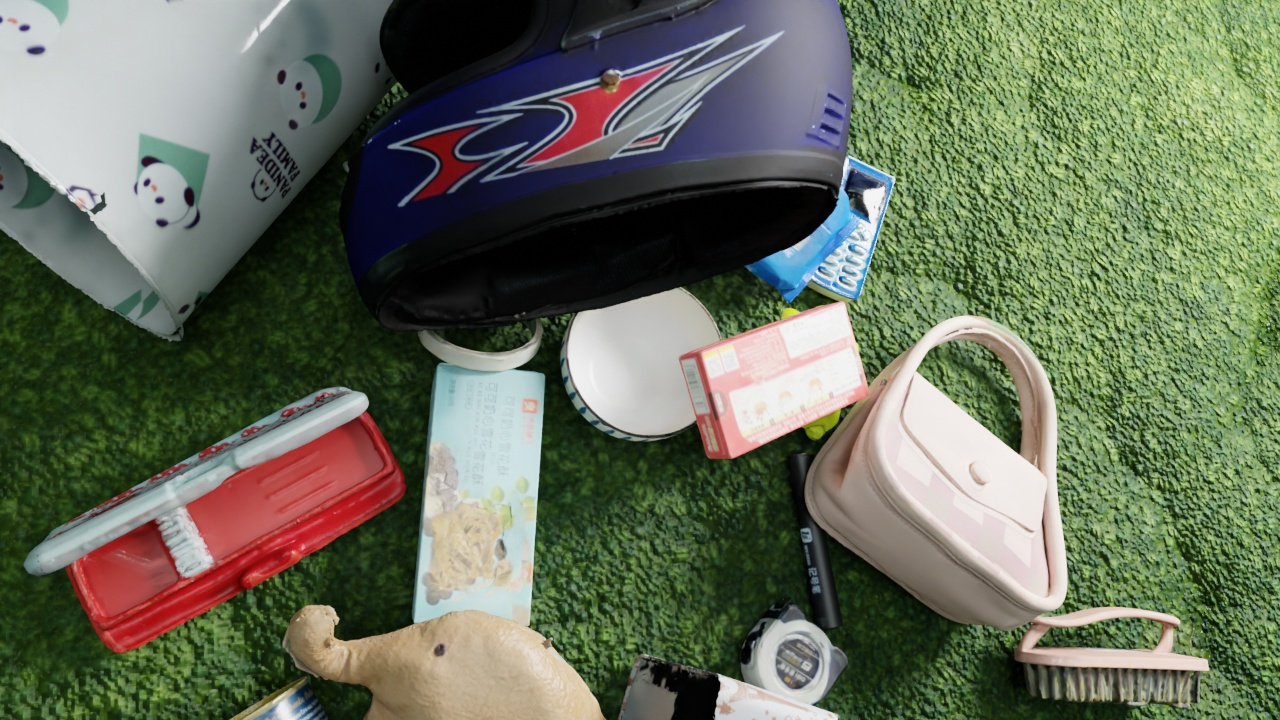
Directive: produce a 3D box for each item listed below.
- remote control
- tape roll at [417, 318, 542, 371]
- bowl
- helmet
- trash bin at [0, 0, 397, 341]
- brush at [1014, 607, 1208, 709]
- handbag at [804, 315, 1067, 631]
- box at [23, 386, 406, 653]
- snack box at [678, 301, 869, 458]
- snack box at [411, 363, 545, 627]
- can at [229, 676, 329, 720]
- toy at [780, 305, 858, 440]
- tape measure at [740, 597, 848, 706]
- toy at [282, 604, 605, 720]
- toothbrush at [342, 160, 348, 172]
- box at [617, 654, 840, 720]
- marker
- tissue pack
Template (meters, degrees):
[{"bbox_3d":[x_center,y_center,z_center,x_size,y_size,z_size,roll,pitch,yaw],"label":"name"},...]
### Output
[{"bbox_3d":[0.172,-0.109,0.759,0.049,0.024,0.124,24,73,-9],"label":"remote control"},{"bbox_3d":[-0.112,-0.023,0.638,0.086,0.014,0.085,11,35,-8],"label":"tape roll"},{"bbox_3d":[-0.004,0.004,0.662,0.116,0.066,0.116,4,75,-16],"label":"bowl"},{"bbox_3d":[-0.035,-0.166,0.554,0.315,0.248,0.240,-14,79,-14],"label":"helmet"},{"bbox_3d":[-0.280,-0.180,0.552,0.229,0.230,0.251,39,65,-4],"label":"trash bin"},{"bbox_3d":[0.357,0.229,0.714,0.145,0.063,0.073,6,80,-12],"label":"brush"},{"bbox_3d":[0.251,0.068,0.712,0.193,0.094,0.233,39,59,-10],"label":"handbag"},{"bbox_3d":[-0.248,0.089,0.555,0.201,0.102,0.095,-29,85,-19],"label":"box"},{"bbox_3d":[0.099,0.011,0.655,0.152,0.026,0.075,-19,95,-36],"label":"snack box"},{"bbox_3d":[-0.109,0.091,0.619,0.074,0.052,0.174,5,76,-14],"label":"snack box"},{"bbox_3d":[-0.206,0.256,0.541,0.075,0.075,0.111,-29,87,-20],"label":"can"},{"bbox_3d":[0.130,0.007,0.718,0.100,0.031,0.096,-35,89,-24],"label":"toy"},{"bbox_3d":[0.106,0.216,0.661,0.065,0.034,0.066,-42,89,-22],"label":"tape measure"},{"bbox_3d":[-0.108,0.212,0.557,0.143,0.082,0.226,-38,101,-4],"label":"toy"},{"bbox_3d":[-0.123,-0.124,0.683,0.191,0.018,0.016,12,63,-14],"label":"toothbrush"},{"bbox_3d":[0.083,0.285,0.560,0.184,0.183,0.154,19,73,-11],"label":"box"},{"bbox_3d":[0.132,0.136,0.695,0.022,0.020,0.132,-4,78,-20],"label":"marker"},{"bbox_3d":[0.090,-0.126,0.712,0.157,0.052,0.095,39,87,-13],"label":"tissue pack"}]
